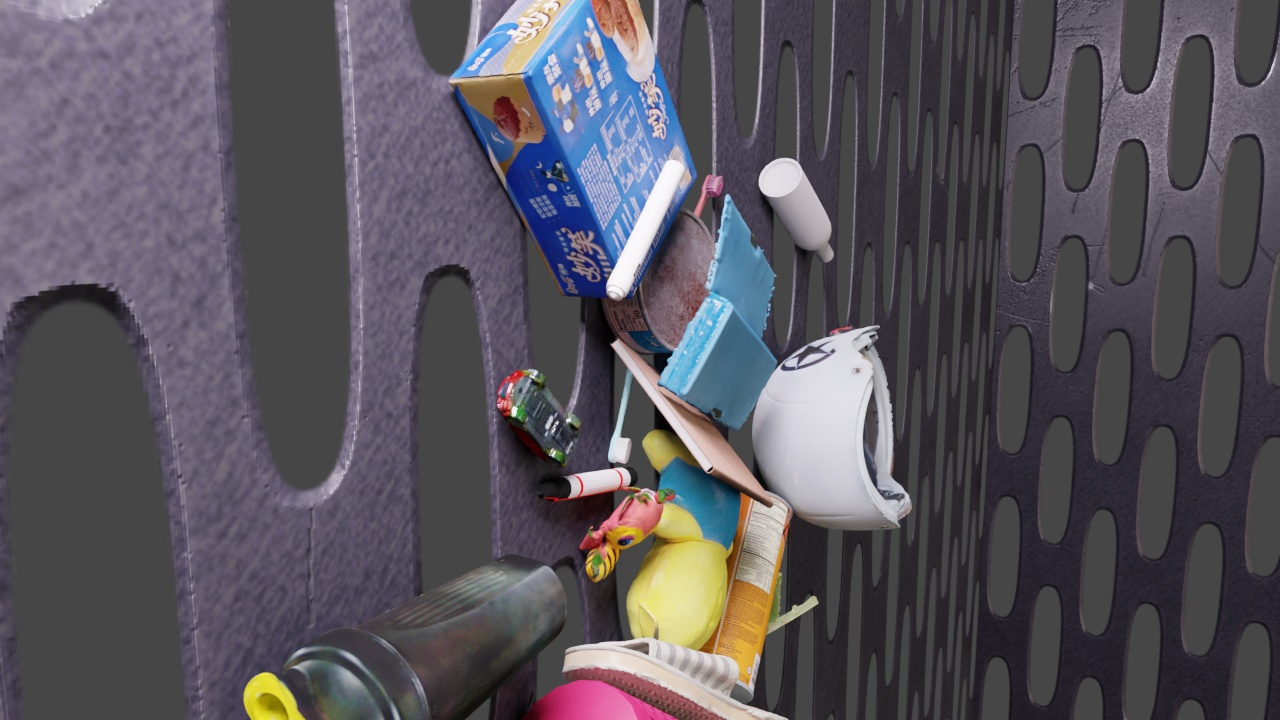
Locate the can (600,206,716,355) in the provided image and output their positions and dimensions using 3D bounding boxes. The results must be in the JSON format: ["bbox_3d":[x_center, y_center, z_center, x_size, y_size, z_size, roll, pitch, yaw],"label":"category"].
[{"bbox_3d":[0.020,-0.070,0.821,0.129,0.044,0.130,1,88,-53],"label":"can"}]

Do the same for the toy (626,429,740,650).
[{"bbox_3d":[0.045,0.187,0.885,0.149,0.084,0.213,32,65,-53],"label":"toy"}]

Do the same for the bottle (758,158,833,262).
[{"bbox_3d":[0.203,-0.175,1.136,0.195,0.053,0.052,40,60,-55],"label":"bottle"}]

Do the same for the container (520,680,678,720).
[{"bbox_3d":[0.000,0.366,0.757,0.226,0.184,0.182,51,50,-40],"label":"container"}]

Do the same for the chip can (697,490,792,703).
[{"bbox_3d":[0.107,0.249,0.988,0.075,0.075,0.214,62,38,-44],"label":"chip can"}]

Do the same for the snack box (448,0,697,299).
[{"bbox_3d":[-0.038,-0.171,0.696,0.154,0.069,0.203,-63,145,-33],"label":"snack box"}]

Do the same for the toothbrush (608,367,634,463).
[{"bbox_3d":[-0.005,0.005,0.837,0.016,0.017,0.180,32,65,-63],"label":"toothbrush"}]

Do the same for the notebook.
[{"bbox_3d":[0.053,0.063,0.825,0.008,0.141,0.209,-40,154,6],"label":"notebook"}]

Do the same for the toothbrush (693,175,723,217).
[{"bbox_3d":[0.047,-0.114,0.907,0.016,0.016,0.189,59,45,-47],"label":"toothbrush"}]

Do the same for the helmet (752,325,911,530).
[{"bbox_3d":[0.223,0.085,1.101,0.263,0.164,0.237,-43,123,-63],"label":"helmet"}]

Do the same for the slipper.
[{"bbox_3d":[0.040,0.297,0.830,0.272,0.115,0.053,38,46,-38],"label":"slipper"}]

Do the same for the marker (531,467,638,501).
[{"bbox_3d":[-0.046,0.105,0.775,0.145,0.019,0.019,3,92,-60],"label":"marker"}]

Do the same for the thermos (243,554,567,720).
[{"bbox_3d":[-0.129,0.189,0.572,0.220,0.098,0.098,-16,108,-63],"label":"thermos"}]

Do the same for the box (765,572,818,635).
[{"bbox_3d":[0.141,0.307,1.103,0.187,0.090,0.077,5,110,-63],"label":"box"}]

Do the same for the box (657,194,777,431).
[{"bbox_3d":[0.090,-0.029,0.837,0.176,0.048,0.231,-70,159,-4],"label":"box"}]

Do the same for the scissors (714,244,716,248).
[{"bbox_3d":[0.075,-0.034,0.960,0.170,0.013,0.172,30,63,-60],"label":"scissors"}]

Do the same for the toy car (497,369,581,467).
[{"bbox_3d":[-0.078,0.044,0.693,0.042,0.036,0.091,-66,146,-29],"label":"toy car"}]

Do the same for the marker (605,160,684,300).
[{"bbox_3d":[0.004,-0.098,0.695,0.020,0.017,0.133,120,-5,-62],"label":"marker"}]

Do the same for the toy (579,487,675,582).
[{"bbox_3d":[-0.015,0.144,0.793,0.103,0.046,0.084,-52,178,4],"label":"toy"}]
